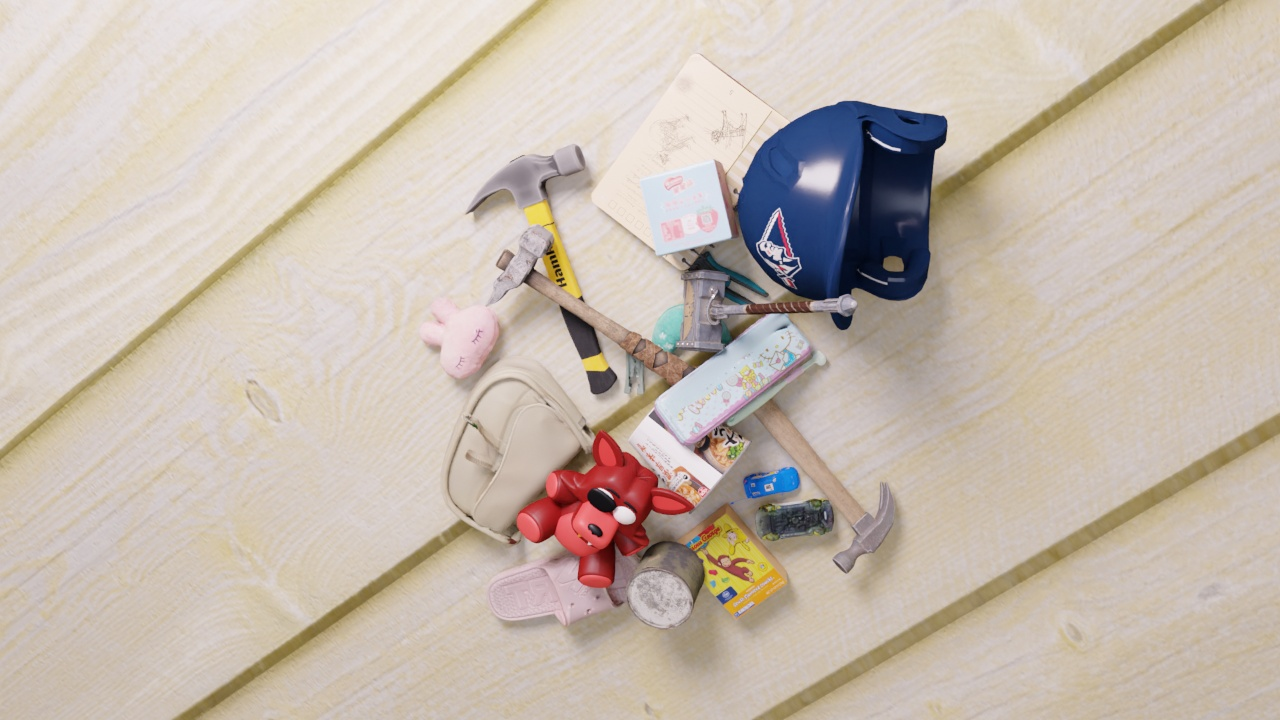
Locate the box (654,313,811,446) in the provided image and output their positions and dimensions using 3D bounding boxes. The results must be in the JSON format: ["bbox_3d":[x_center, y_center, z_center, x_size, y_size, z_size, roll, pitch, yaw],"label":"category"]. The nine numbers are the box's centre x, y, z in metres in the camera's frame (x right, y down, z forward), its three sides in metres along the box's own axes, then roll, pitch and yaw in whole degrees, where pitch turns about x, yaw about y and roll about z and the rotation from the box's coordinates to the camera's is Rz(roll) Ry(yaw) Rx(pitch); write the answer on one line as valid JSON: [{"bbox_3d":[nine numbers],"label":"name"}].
[{"bbox_3d":[0.117,0.020,1.144,0.213,0.033,0.076,-36,86,-16],"label":"box"}]

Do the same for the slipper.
[{"bbox_3d":[-0.107,0.317,1.273,0.239,0.064,0.094,-14,100,11],"label":"slipper"}]

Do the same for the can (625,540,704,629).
[{"bbox_3d":[0.034,0.294,1.207,0.090,0.074,0.090,5,109,15],"label":"can"}]

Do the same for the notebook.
[{"bbox_3d":[0.065,-0.242,1.140,0.167,0.024,0.226,39,104,6],"label":"notebook"}]

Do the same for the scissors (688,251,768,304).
[{"bbox_3d":[0.092,-0.103,1.179,0.136,0.019,0.138,-10,101,8],"label":"scissors"}]

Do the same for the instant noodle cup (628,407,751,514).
[{"bbox_3d":[0.058,0.112,1.187,0.122,0.123,0.124,40,104,7],"label":"instant noodle cup"}]

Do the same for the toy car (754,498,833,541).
[{"bbox_3d":[0.204,0.210,1.225,0.105,0.033,0.048,-7,97,-1],"label":"toy car"}]

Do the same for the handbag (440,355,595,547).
[{"bbox_3d":[-0.176,0.129,1.214,0.184,0.131,0.229,39,106,-10],"label":"handbag"}]

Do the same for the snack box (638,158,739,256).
[{"bbox_3d":[0.060,-0.181,1.095,0.093,0.079,0.095,-13,96,15],"label":"snack box"}]

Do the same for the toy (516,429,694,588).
[{"bbox_3d":[-0.049,0.192,1.176,0.158,0.120,0.198,42,128,-5],"label":"toy"}]

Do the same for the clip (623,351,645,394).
[{"bbox_3d":[-0.006,0.007,1.214,0.044,0.023,0.076,3,105,5],"label":"clip"}]

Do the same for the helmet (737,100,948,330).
[{"bbox_3d":[0.218,-0.163,1.026,0.223,0.271,0.233,2,134,12],"label":"helmet"}]

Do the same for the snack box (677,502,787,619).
[{"bbox_3d":[0.124,0.272,1.246,0.088,0.040,0.126,-40,95,13],"label":"snack box"}]

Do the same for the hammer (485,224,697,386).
[{"bbox_3d":[-0.044,-0.043,1.165,0.318,0.048,0.122,33,113,-5],"label":"hammer"}]

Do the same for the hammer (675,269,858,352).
[{"bbox_3d":[0.135,-0.057,1.017,0.044,0.323,0.098,4,90,-26],"label":"hammer"}]

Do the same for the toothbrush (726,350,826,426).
[{"bbox_3d":[0.173,0.037,1.175,0.154,0.015,0.022,-35,66,-8],"label":"toothbrush"}]

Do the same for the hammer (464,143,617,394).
[{"bbox_3d":[-0.106,-0.106,1.193,0.170,0.034,0.324,-16,103,19],"label":"hammer"}]

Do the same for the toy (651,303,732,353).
[{"bbox_3d":[0.063,-0.034,1.193,0.105,0.033,0.085,-16,110,9],"label":"toy"}]

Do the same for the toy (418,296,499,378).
[{"bbox_3d":[-0.244,-0.035,1.222,0.105,0.053,0.108,32,106,15],"label":"toy"}]

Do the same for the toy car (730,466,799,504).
[{"bbox_3d":[0.164,0.170,1.208,0.092,0.061,0.033,-13,100,10],"label":"toy car"}]

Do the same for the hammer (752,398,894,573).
[{"bbox_3d":[0.206,0.117,1.197,0.119,0.031,0.331,-41,91,-9],"label":"hammer"}]
